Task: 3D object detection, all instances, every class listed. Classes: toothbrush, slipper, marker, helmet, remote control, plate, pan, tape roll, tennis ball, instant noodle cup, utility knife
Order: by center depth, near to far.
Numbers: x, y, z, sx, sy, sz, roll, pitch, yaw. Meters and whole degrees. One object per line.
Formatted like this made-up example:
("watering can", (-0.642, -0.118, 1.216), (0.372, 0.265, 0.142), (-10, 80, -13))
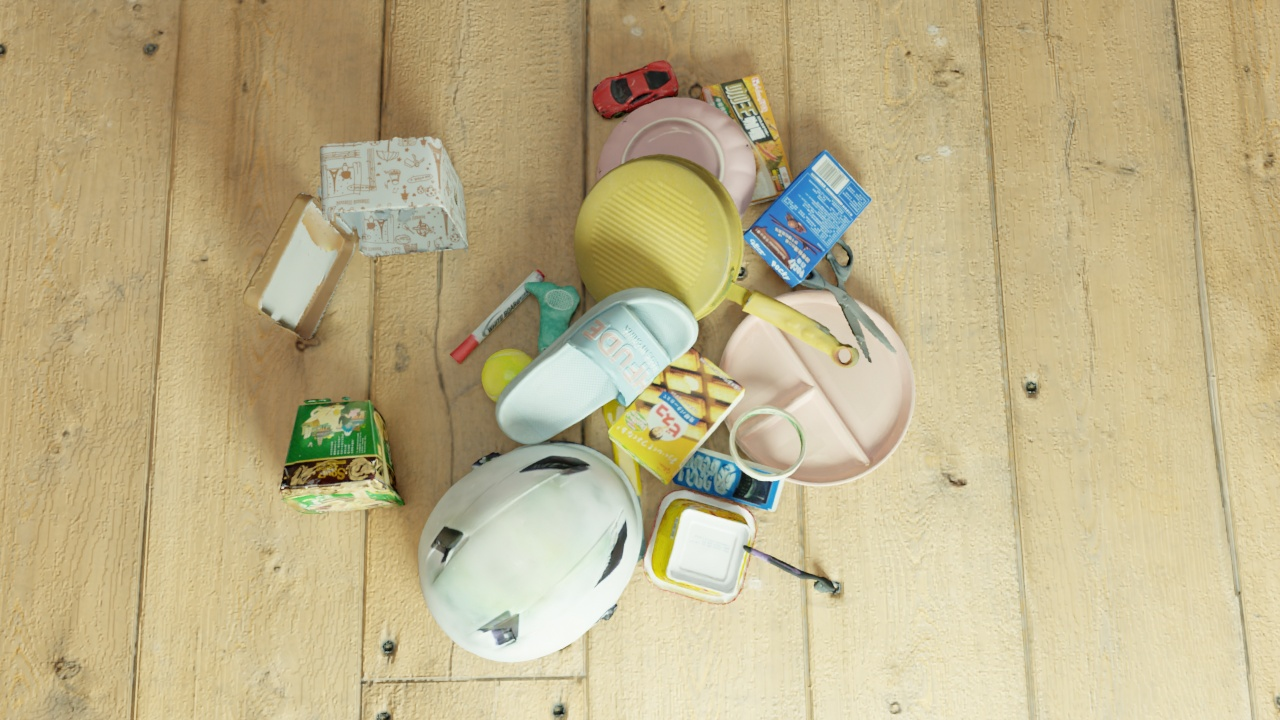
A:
("helmet", (-0.121, 0.201, 0.976), (0.258, 0.146, 0.229), (-35, 84, -2))
("toothbrush", (0.160, 0.226, 0.987), (0.017, 0.189, 0.014), (-37, 47, 22))
("slipper", (-0.049, 0.011, 0.994), (0.245, 0.074, 0.104), (-35, 115, 2))
("instant noodle cup", (0.069, 0.204, 0.995), (0.116, 0.124, 0.116), (16, 81, 1))
("tape roll", (0.143, 0.092, 1.028), (0.086, 0.014, 0.085), (0, 65, 0))
("pan", (0.087, -0.091, 1.036), (0.357, 0.078, 0.198), (35, 113, 13))
("remote control", (0.100, 0.132, 1.045), (0.125, 0.024, 0.049), (16, 111, 8))
("tennis ball", (-0.149, 0.019, 1.048), (0.065, 0.065, 0.065), (0, 82, -1))
("utility knife", (-0.018, 0.123, 1.060), (0.033, 0.015, 0.223), (-9, 82, 6))
("plate", (0.203, 0.032, 1.071), (0.229, 0.028, 0.229), (0, 81, 0))
("marker", (-0.168, -0.053, 1.082), (0.017, 0.017, 0.145), (44, 84, 5))
("plate", (0.039, -0.222, 1.082), (0.192, 0.039, 0.192), (-1, 85, 9))

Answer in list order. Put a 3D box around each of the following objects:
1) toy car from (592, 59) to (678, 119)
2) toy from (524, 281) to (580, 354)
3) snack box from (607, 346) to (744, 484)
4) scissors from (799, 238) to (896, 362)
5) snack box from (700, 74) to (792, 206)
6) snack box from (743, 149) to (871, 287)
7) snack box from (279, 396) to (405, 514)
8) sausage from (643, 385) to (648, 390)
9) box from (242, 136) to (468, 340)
("toy car", (-0.007, -0.330, 1.119), (0.106, 0.031, 0.049), (-19, 81, -1))
("toy", (-0.092, -0.045, 1.078), (0.096, 0.030, 0.092), (6, 86, -8))
("snack box", (0.041, 0.059, 1.032), (0.087, 0.034, 0.140), (39, 80, 15))
("scissors", (0.230, -0.074, 1.065), (0.164, 0.014, 0.163), (17, 62, 7))
("snack box", (0.129, -0.265, 1.113), (0.075, 0.026, 0.153), (-15, 82, -4))
("snack box", (0.196, -0.167, 1.073), (0.084, 0.026, 0.156), (45, 67, -5))
("snack box", (-0.329, 0.106, 1.018), (0.118, 0.118, 0.105), (-3, 70, -4))
("sausage", (-0.006, 0.006, 1.074), (0.021, 0.021, 0.165), (-31, 83, -5))
("box", (-0.314, -0.142, 1.012), (0.269, 0.179, 0.136), (-36, 84, -7))
